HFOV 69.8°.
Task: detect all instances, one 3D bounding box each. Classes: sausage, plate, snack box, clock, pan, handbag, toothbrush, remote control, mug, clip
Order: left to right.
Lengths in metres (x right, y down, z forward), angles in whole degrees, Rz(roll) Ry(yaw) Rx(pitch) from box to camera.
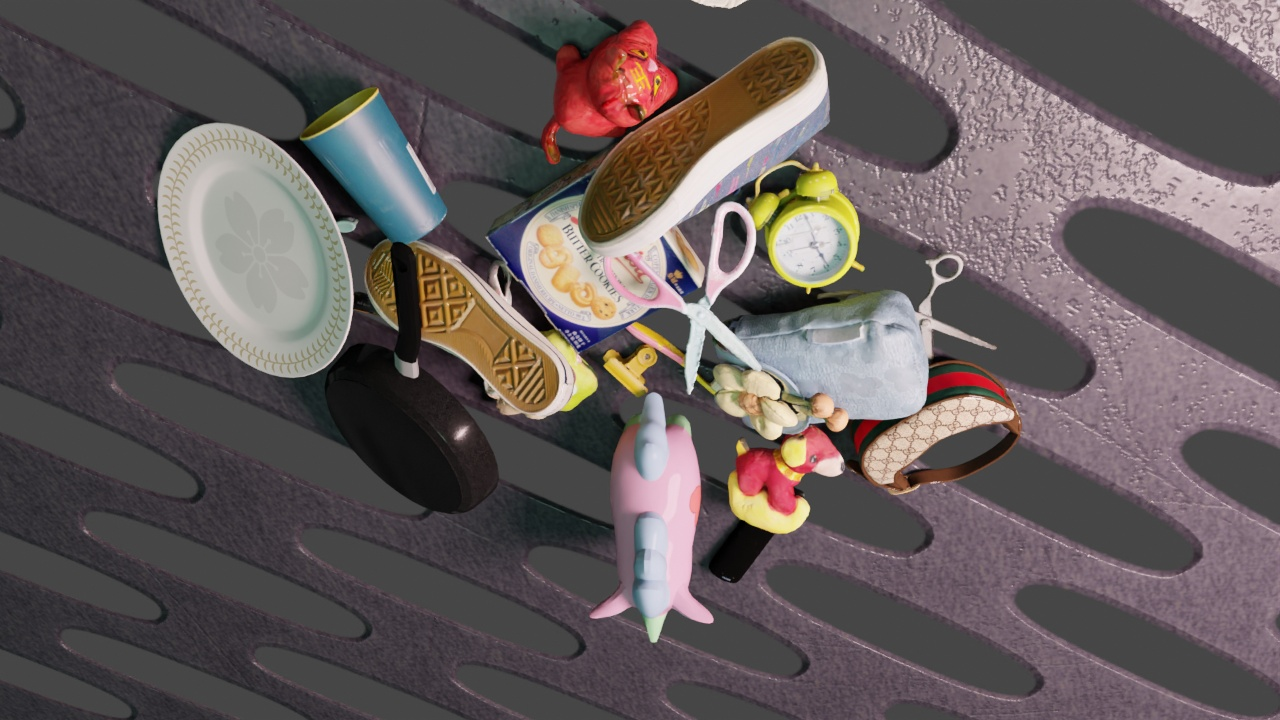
[{"bbox_3d":[-0.357,-0.099,0.854,0.243,0.016,0.243,12,118,24],"label":"plate"},{"bbox_3d":[-0.333,-0.130,0.873,0.135,0.017,0.022,1,123,10],"label":"toothbrush"},{"bbox_3d":[-0.227,-0.165,0.803,0.078,0.078,0.121,-21,123,19],"label":"mug"},{"bbox_3d":[-0.223,0.028,0.860,0.204,0.044,0.357,31,144,14],"label":"pan"},{"bbox_3d":[-0.218,-0.042,0.909,0.155,0.020,0.020,16,123,-3],"label":"sausage"},{"bbox_3d":[-0.040,-0.099,0.837,0.145,0.042,0.144,-28,114,23],"label":"snack box"},{"bbox_3d":[-0.006,0.007,0.909,0.054,0.045,0.048,44,142,-18],"label":"clip"},{"bbox_3d":[0.036,-0.004,0.902,0.135,0.021,0.016,36,116,-20],"label":"toothbrush"},{"bbox_3d":[0.127,0.192,1.014,0.041,0.020,0.152,26,119,-8],"label":"remote control"},{"bbox_3d":[0.142,-0.118,0.794,0.083,0.057,0.119,-25,110,22],"label":"clock"},{"bbox_3d":[0.161,0.014,0.837,0.192,0.118,0.122,-6,123,24],"label":"handbag"},{"bbox_3d":[0.287,0.078,0.901,0.138,0.063,0.167,37,121,-27],"label":"handbag"}]

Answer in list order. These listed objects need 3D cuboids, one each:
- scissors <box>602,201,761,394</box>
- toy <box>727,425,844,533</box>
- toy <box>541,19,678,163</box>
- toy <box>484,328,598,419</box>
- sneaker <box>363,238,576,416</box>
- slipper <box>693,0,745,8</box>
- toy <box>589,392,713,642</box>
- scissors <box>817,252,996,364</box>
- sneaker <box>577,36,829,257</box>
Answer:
[{"bbox_3d":[0.054,-0.062,0.791,0.170,0.014,0.169,43,105,1],"label":"scissors"},{"bbox_3d":[0.141,0.116,0.942,0.105,0.067,0.138,40,122,5],"label":"toy"},{"bbox_3d":[-0.040,-0.208,0.737,0.133,0.093,0.088,-32,114,26],"label":"toy"},{"bbox_3d":[-0.105,0.019,0.920,0.118,0.043,0.092,-24,117,22],"label":"toy"},{"bbox_3d":[-0.151,-0.034,0.862,0.241,0.087,0.118,37,103,14],"label":"sneaker"},{"bbox_3d":[-0.006,-0.368,0.654,0.272,0.053,0.115,36,123,-20],"label":"slipper"},{"bbox_3d":[0.014,0.153,0.914,0.120,0.170,0.222,0,122,7],"label":"toy"},{"bbox_3d":[0.249,-0.043,0.852,0.175,0.014,0.142,11,129,5],"label":"scissors"},{"bbox_3d":[0.054,-0.163,0.752,0.236,0.087,0.079,-37,147,9],"label":"sneaker"}]
